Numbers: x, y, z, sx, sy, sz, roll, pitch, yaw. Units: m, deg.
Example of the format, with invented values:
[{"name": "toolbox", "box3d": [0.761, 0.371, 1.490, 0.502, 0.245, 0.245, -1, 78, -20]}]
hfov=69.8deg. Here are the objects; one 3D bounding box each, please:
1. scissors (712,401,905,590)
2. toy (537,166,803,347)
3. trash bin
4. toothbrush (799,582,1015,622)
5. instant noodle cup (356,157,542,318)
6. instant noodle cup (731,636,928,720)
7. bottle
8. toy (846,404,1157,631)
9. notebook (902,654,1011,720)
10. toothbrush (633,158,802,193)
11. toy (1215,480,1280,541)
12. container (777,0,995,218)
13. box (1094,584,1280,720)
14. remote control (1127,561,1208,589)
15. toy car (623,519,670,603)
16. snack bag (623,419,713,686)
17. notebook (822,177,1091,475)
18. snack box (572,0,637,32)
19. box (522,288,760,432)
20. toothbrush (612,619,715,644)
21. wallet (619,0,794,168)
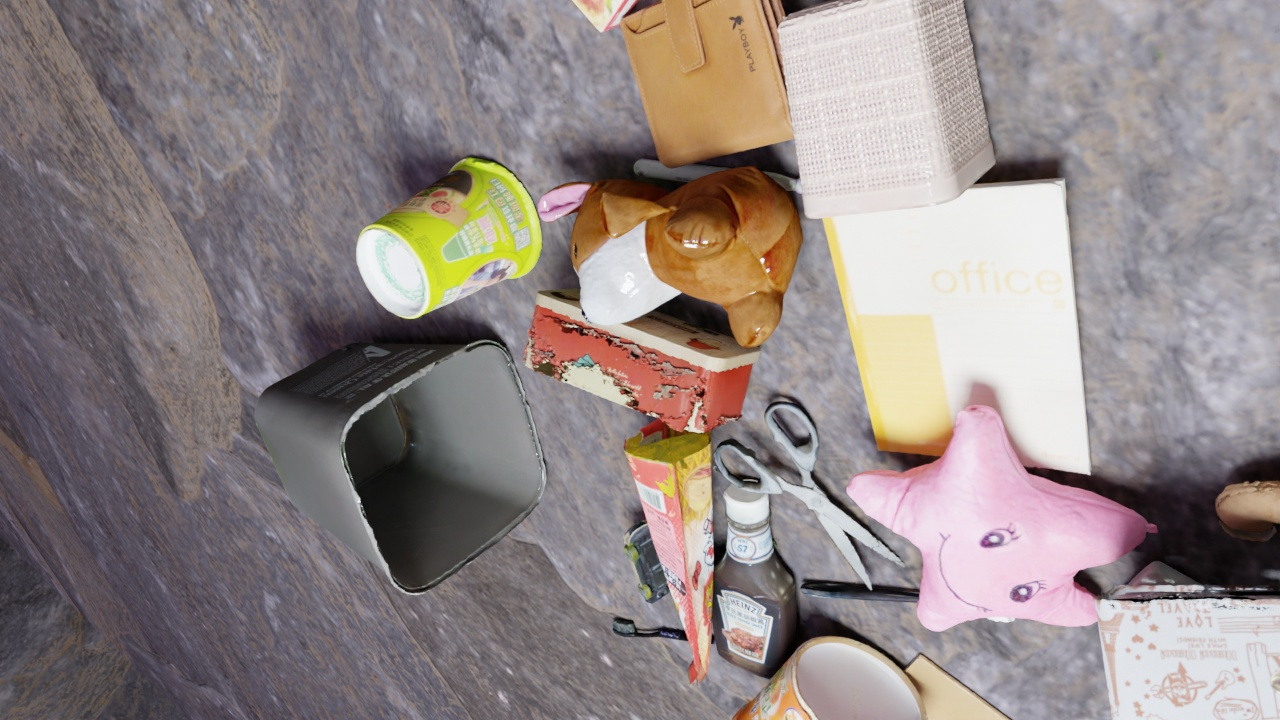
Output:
[{"name": "scissors", "box3d": [0.136, 0.105, 0.722, 0.163, 0.014, 0.166, 8, 112, 15]}, {"name": "toy", "box3d": [0.014, -0.071, 0.636, 0.200, 0.130, 0.140, 20, 152, 49]}, {"name": "trash bin", "box3d": [-0.246, 0.082, 0.907, 0.220, 0.198, 0.199, 11, 123, 41]}, {"name": "toothbrush", "box3d": [0.208, 0.191, 0.736, 0.181, 0.015, 0.018, -5, 124, 40]}, {"name": "instant noodle cup", "box3d": [-0.162, -0.095, 0.756, 0.112, 0.123, 0.112, 20, 129, 27]}, {"name": "instant noodle cup", "box3d": [0.159, 0.311, 0.761, 0.151, 0.151, 0.112, 32, 122, 18]}, {"name": "bottle", "box3d": [0.097, 0.192, 0.805, 0.080, 0.043, 0.195, 15, 126, 33]}, {"name": "toy", "box3d": [0.240, 0.110, 0.610, 0.179, 0.074, 0.194, -15, 116, 33]}, {"name": "notebook", "box3d": [0.294, 0.354, 0.781, 0.211, 0.012, 0.150, 35, 133, 15]}, {"name": "toothbrush", "box3d": [0.074, -0.121, 0.626, 0.190, 0.020, 0.029, 16, 170, 31]}, {"name": "toy", "box3d": [0.399, 0.057, 0.452, 0.143, 0.082, 0.227, 42, 139, 15]}, {"name": "container", "box3d": [0.135, -0.148, 0.512, 0.090, 0.090, 0.111, 0, 115, 39]}, {"name": "box", "box3d": [0.357, 0.215, 0.494, 0.181, 0.157, 0.205, -6, 83, 31]}, {"name": "remote control", "box3d": [0.384, 0.188, 0.587, 0.150, 0.021, 0.058, 31, 127, 18]}, {"name": "toy car", "box3d": [0.007, 0.189, 0.873, 0.035, 0.042, 0.090, 31, 144, 49]}, {"name": "snack bag", "box3d": [0.034, 0.156, 0.784, 0.073, 0.128, 0.208, -9, 112, -2]}, {"name": "notebook", "box3d": [0.202, -0.016, 0.586, 0.146, 0.010, 0.206, 3, 127, 36]}, {"name": "snack box", "box3d": [-0.050, -0.299, 0.599, 0.153, 0.025, 0.075, 49, 137, 0]}, {"name": "box", "box3d": [-0.004, 0.004, 0.709, 0.168, 0.091, 0.077, 20, 106, 27]}, {"name": "toothbrush", "box3d": [0.040, 0.277, 0.930, 0.189, 0.014, 0.017, -8, 101, 41]}, {"name": "wallet", "box3d": [0.044, -0.182, 0.578, 0.132, 0.031, 0.108, 3, 116, 54]}]
